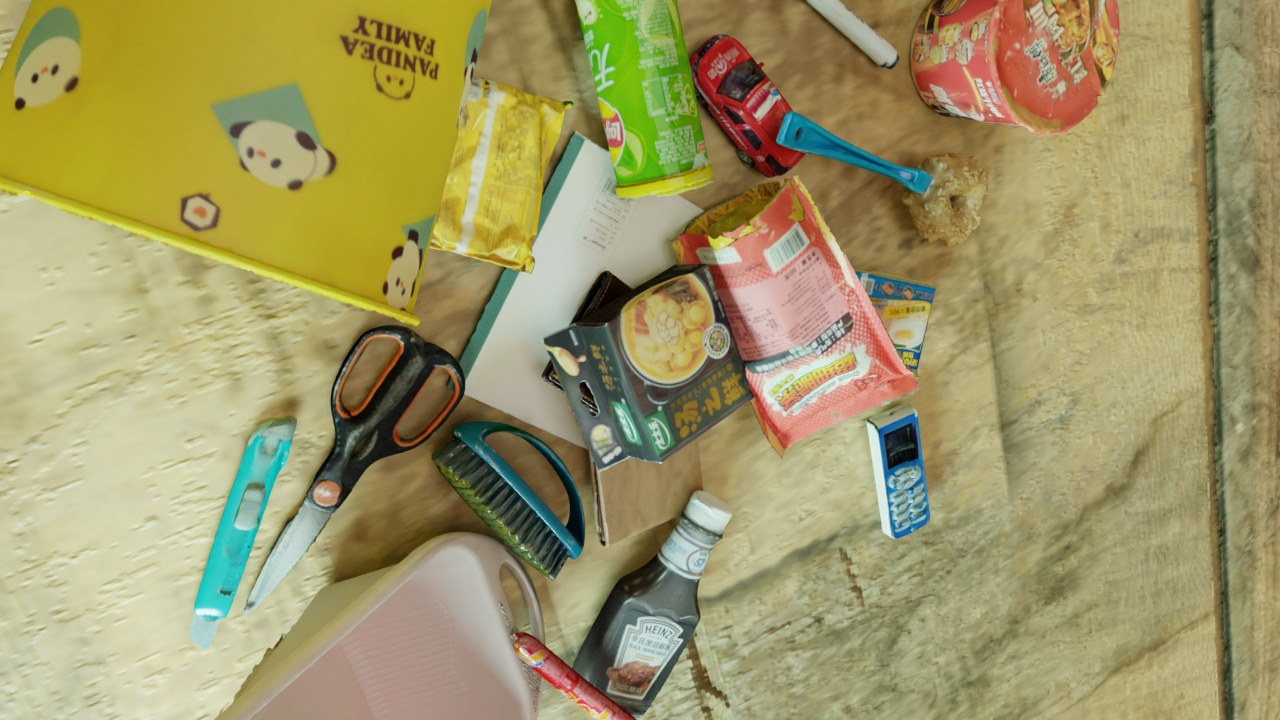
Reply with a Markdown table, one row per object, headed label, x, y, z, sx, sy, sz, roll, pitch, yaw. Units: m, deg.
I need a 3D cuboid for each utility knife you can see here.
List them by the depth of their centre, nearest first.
| label | x | y | z | sx | sy | sz | roll | pitch | yaw |
| --- | --- | --- | --- | --- | --- | --- | --- | --- | --- |
| utility knife | -0.272 | 0.117 | 0.622 | 0.029 | 0.013 | 0.171 | 18 | 94 | -27 |

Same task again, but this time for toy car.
| label | x | y | z | sx | sy | sz | roll | pitch | yaw |
| --- | --- | --- | --- | --- | --- | --- | --- | --- | --- |
| toy car | 0.085 | -0.194 | 0.702 | 0.120 | 0.045 | 0.053 | 43 | 81 | -25 |

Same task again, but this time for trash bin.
| label | x | y | z | sx | sy | sz | roll | pitch | yaw |
| --- | --- | --- | --- | --- | --- | --- | --- | --- | --- |
| trash bin | -0.189 | -0.174 | 0.482 | 0.229 | 0.230 | 0.255 | 19 | 88 | -28 |

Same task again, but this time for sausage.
| label | x | y | z | sx | sy | sz | roll | pitch | yaw |
| --- | --- | --- | --- | --- | --- | --- | --- | --- | --- |
| sausage | -0.049 | 0.255 | 0.713 | 0.020 | 0.020 | 0.156 | -47 | 113 | -9 |

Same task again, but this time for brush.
| label | x | y | z | sx | sy | sz | roll | pitch | yaw |
| --- | --- | --- | --- | --- | --- | --- | --- | --- | --- |
| brush | -0.088 | 0.097 | 0.683 | 0.073 | 0.055 | 0.144 | -47 | 117 | -18 |
| brush | 0.202 | -0.154 | 0.748 | 0.254 | 0.046 | 0.083 | 11 | 106 | -36 |

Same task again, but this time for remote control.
| label | x | y | z | sx | sy | sz | roll | pitch | yaw |
| --- | --- | --- | --- | --- | --- | --- | --- | --- | --- |
| remote control | 0.242 | 0.105 | 0.861 | 0.049 | 0.024 | 0.125 | -20 | 112 | -20 |

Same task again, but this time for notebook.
| label | x | y | z | sx | sy | sz | roll | pitch | yaw |
| --- | --- | --- | --- | --- | --- | --- | --- | --- | --- |
| notebook | -0.036 | -0.044 | 0.697 | 0.150 | 0.012 | 0.209 | 27 | 90 | -28 |

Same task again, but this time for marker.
| label | x | y | z | sx | sy | sz | roll | pitch | yaw |
| --- | --- | --- | --- | --- | --- | --- | --- | --- | --- |
| marker | 0.159 | -0.273 | 0.731 | 0.130 | 0.022 | 0.018 | 28 | 133 | -27 |

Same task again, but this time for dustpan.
| label | x | y | z | sx | sy | sz | roll | pitch | yaw |
| --- | --- | --- | --- | --- | --- | --- | --- | --- | --- |
| dustpan | -0.147 | 0.242 | 0.609 | 0.139 | 0.273 | 0.223 | -13 | 113 | 4 |

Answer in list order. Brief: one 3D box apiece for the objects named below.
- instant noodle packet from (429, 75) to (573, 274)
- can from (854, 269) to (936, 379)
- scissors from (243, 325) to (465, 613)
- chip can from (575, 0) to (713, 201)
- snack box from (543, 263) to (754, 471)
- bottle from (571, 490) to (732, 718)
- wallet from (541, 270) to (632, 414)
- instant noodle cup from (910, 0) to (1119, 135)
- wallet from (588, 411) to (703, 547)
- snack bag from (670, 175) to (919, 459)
| label | x | y | z | sx | sy | sz | roll | pitch | yaw |
| --- | --- | --- | --- | --- | --- | --- | --- | --- | --- |
| instant noodle packet | -0.110 | -0.133 | 0.622 | 0.110 | 0.044 | 0.128 | 12 | 95 | -27 |
| can | 0.199 | -0.034 | 0.789 | 0.102 | 0.057 | 0.083 | 8 | 97 | -27 |
| scissors | -0.198 | 0.088 | 0.642 | 0.124 | 0.022 | 0.235 | 14 | 96 | -19 |
| chip can | -0.005 | -0.225 | 0.627 | 0.072 | 0.073 | 0.221 | -19 | 107 | -21 |
| snack box | 0.010 | 0.006 | 0.671 | 0.125 | 0.053 | 0.113 | -33 | 111 | -31 |
| bottle | 0.015 | 0.198 | 0.751 | 0.079 | 0.044 | 0.195 | 24 | 98 | -28 |
| wallet | -0.004 | 0.004 | 0.698 | 0.122 | 0.020 | 0.096 | 36 | 76 | -27 |
| instant noodle cup | 0.299 | -0.254 | 0.753 | 0.137 | 0.109 | 0.138 | -6 | 105 | -25 |
| wallet | 0.005 | 0.082 | 0.735 | 0.101 | 0.020 | 0.115 | -18 | 113 | -31 |
| snack bag | 0.118 | -0.031 | 0.715 | 0.129 | 0.073 | 0.208 | -28 | 112 | 11 |
